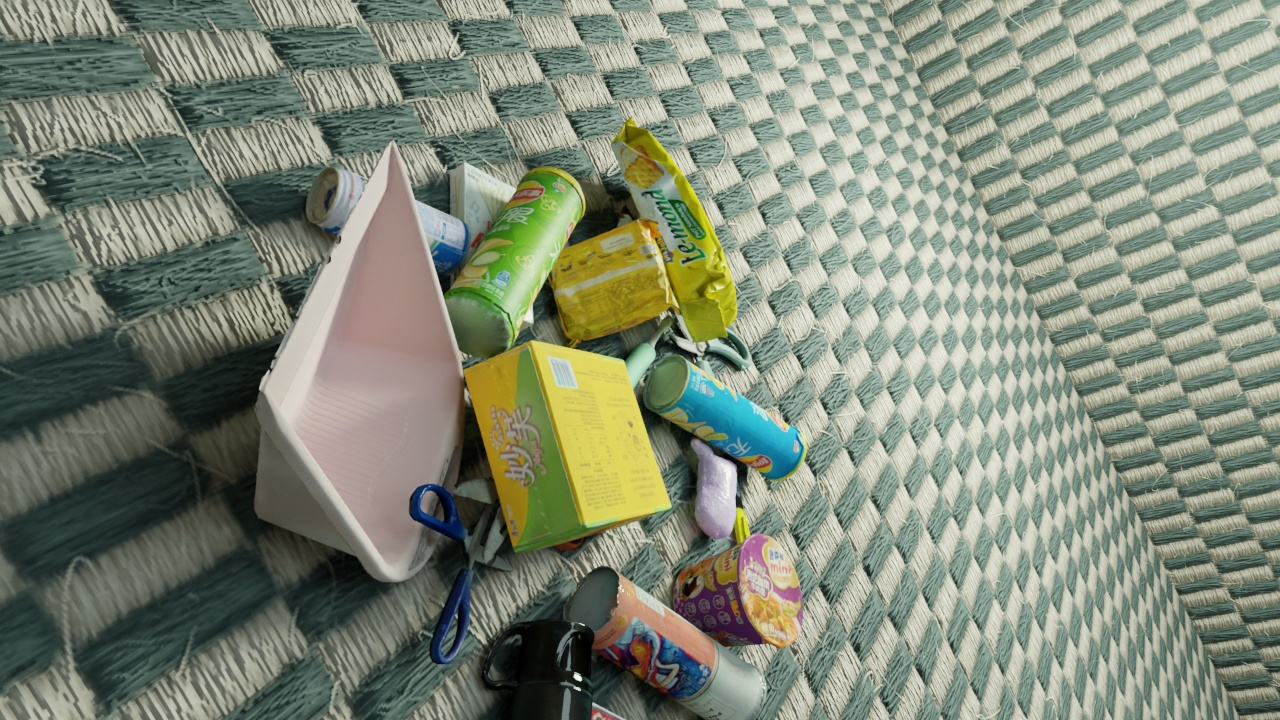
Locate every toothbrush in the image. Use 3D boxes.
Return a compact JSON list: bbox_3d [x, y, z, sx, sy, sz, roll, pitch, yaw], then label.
[{"bbox_3d":[-0.006,0.006,1.011,0.026,0.027,0.223,31,38,3],"label":"toothbrush"}]

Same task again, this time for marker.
[{"bbox_3d":[0.114,0.164,1.080,0.018,0.015,0.124,27,48,-46],"label":"marker"}]

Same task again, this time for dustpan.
[{"bbox_3d":[-0.165,0.024,0.638,0.138,0.274,0.222,21,52,-13],"label":"dustpan"}]

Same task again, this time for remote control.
[{"bbox_3d":[-0.025,0.333,0.788,0.136,0.020,0.055,41,42,-31],"label":"remote control"}]

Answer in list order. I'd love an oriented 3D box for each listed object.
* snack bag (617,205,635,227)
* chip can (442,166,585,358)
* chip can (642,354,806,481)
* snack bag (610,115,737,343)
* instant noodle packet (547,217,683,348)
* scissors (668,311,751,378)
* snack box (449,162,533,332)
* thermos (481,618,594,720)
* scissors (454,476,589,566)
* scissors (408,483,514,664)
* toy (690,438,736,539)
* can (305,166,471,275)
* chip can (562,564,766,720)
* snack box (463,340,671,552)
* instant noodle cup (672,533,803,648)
[{"bbox_3d":[-0.021,-0.137,1.079,0.048,0.026,0.104,51,36,-31],"label":"snack bag"},{"bbox_3d":[-0.115,-0.093,0.840,0.072,0.073,0.220,47,39,-24],"label":"chip can"},{"bbox_3d":[0.101,0.069,1.060,0.210,0.071,0.071,31,46,-34],"label":"chip can"},{"bbox_3d":[0.043,-0.145,1.059,0.158,0.068,0.246,60,7,-71],"label":"snack bag"},{"bbox_3d":[-0.028,-0.081,0.955,0.044,0.128,0.110,56,17,-80],"label":"instant noodle packet"},{"bbox_3d":[0.099,0.001,1.159,0.170,0.019,0.180,60,36,-5],"label":"scissors"},{"bbox_3d":[-0.146,-0.111,0.899,0.084,0.027,0.156,22,52,-44],"label":"snack box"},{"bbox_3d":[-0.085,0.320,0.688,0.090,0.069,0.242,9,54,-9],"label":"thermos"},{"bbox_3d":[-0.096,0.113,0.792,0.226,0.015,0.188,50,26,-48],"label":"scissors"},{"bbox_3d":[-0.136,0.153,0.710,0.173,0.012,0.162,57,34,-58],"label":"scissors"},{"bbox_3d":[0.083,0.147,1.028,0.084,0.039,0.107,36,46,-35],"label":"toy"},{"bbox_3d":[-0.214,-0.118,0.790,0.134,0.053,0.053,20,54,-46],"label":"can"},{"bbox_3d":[0.026,0.269,0.849,0.214,0.071,0.071,42,41,-29],"label":"chip can"},{"bbox_3d":[-0.057,0.075,0.810,0.210,0.070,0.157,12,58,-69],"label":"snack box"},{"bbox_3d":[0.094,0.241,0.932,0.111,0.099,0.111,31,47,-40],"label":"instant noodle cup"}]
